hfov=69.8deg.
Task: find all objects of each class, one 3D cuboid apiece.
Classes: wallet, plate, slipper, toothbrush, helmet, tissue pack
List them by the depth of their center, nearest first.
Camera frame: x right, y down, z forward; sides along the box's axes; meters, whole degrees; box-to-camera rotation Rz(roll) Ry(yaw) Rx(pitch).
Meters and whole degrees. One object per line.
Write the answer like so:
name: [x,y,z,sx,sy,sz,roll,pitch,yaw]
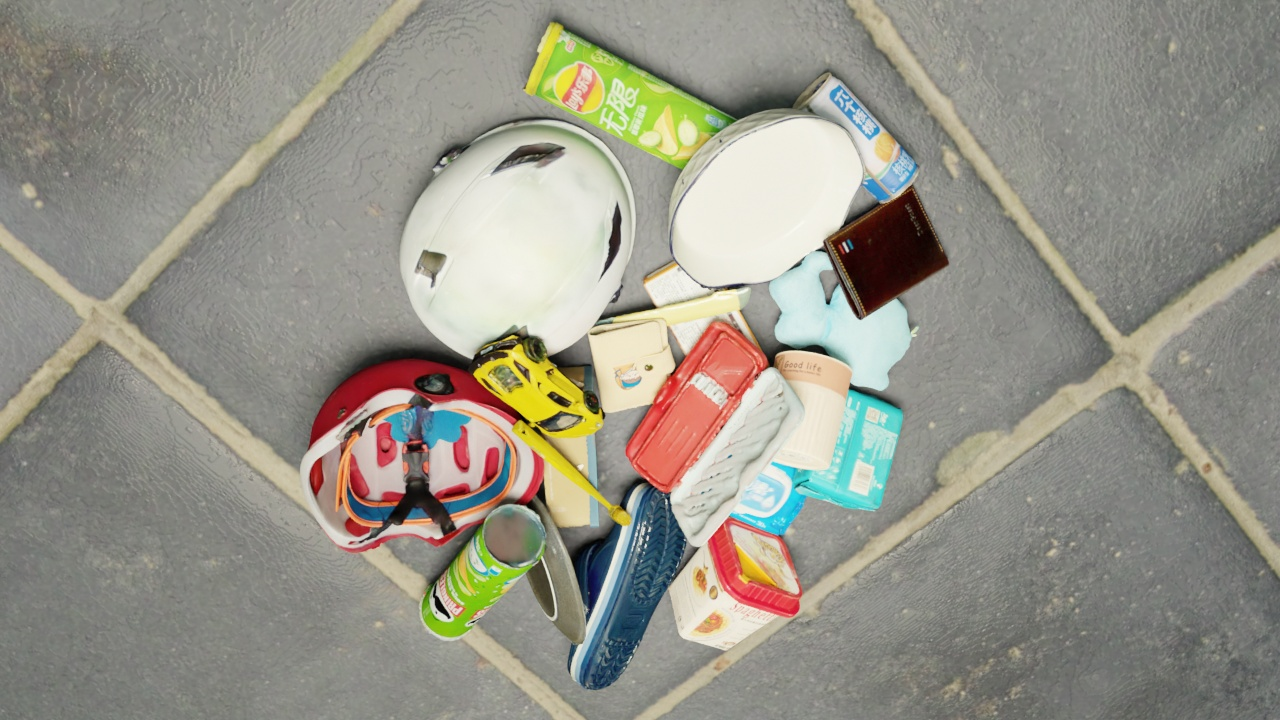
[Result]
plate: [0.116,-0.158,0.891,0.204,0.045,0.205,-16,144,-12]
helmet: [-0.121,-0.106,0.899,0.259,0.145,0.229,-43,106,12]
toothbrush: [-0.067,0.120,0.946,0.015,0.017,0.190,-50,126,-9]
wallet: [0.255,-0.112,0.952,0.122,0.020,0.096,-31,105,-15]
helmet: [-0.229,0.083,0.967,0.240,0.143,0.207,-5,128,-12]
wallet: [-0.006,0.006,0.989,0.087,0.024,0.115,-12,131,-4]
plate: [-0.106,0.230,1.010,0.024,0.179,0.179,-16,111,-21]
tissue pack: [0.229,0.094,1.013,0.093,0.050,0.133,21,76,-9]
tissue pack: [0.120,0.134,1.043,0.157,0.052,0.095,26,107,-11]
slipper: [-0.027,0.255,1.067,0.095,0.105,0.253,23,96,33]

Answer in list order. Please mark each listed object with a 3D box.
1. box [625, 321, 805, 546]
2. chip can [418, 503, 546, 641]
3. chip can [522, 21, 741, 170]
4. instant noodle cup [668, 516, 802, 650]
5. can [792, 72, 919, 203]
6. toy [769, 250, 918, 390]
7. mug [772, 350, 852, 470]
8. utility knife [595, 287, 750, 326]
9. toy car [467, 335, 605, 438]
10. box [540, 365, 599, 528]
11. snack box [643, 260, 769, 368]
box: [0.076,0.077,0.964,0.058,0.161,0.201,3,129,-48]
chip can: [-0.177,0.236,1.004,0.072,0.072,0.237,28,138,-11]
chip can: [0.000,-0.244,0.891,0.221,0.072,0.073,25,107,-10]
instant noodle cup: [0.103,0.263,1.057,0.116,0.116,0.124,23,121,-28]
can: [0.215,-0.222,0.915,0.134,0.053,0.053,42,104,-15]
toy: [0.221,-0.041,0.984,0.156,0.049,0.161,-8,102,3]
mug: [0.161,0.054,0.973,0.081,0.115,0.105,26,71,-33]
utility knife: [0.035,-0.049,0.961,0.167,0.018,0.031,-14,128,6]
toy car: [-0.096,0.032,0.891,0.071,0.041,0.156,-23,130,31]
box: [-0.077,0.100,1.007,0.062,0.089,0.184,-4,112,-2]
snack box: [0.072,-0.041,0.992,0.075,0.026,0.154,-29,108,9]
